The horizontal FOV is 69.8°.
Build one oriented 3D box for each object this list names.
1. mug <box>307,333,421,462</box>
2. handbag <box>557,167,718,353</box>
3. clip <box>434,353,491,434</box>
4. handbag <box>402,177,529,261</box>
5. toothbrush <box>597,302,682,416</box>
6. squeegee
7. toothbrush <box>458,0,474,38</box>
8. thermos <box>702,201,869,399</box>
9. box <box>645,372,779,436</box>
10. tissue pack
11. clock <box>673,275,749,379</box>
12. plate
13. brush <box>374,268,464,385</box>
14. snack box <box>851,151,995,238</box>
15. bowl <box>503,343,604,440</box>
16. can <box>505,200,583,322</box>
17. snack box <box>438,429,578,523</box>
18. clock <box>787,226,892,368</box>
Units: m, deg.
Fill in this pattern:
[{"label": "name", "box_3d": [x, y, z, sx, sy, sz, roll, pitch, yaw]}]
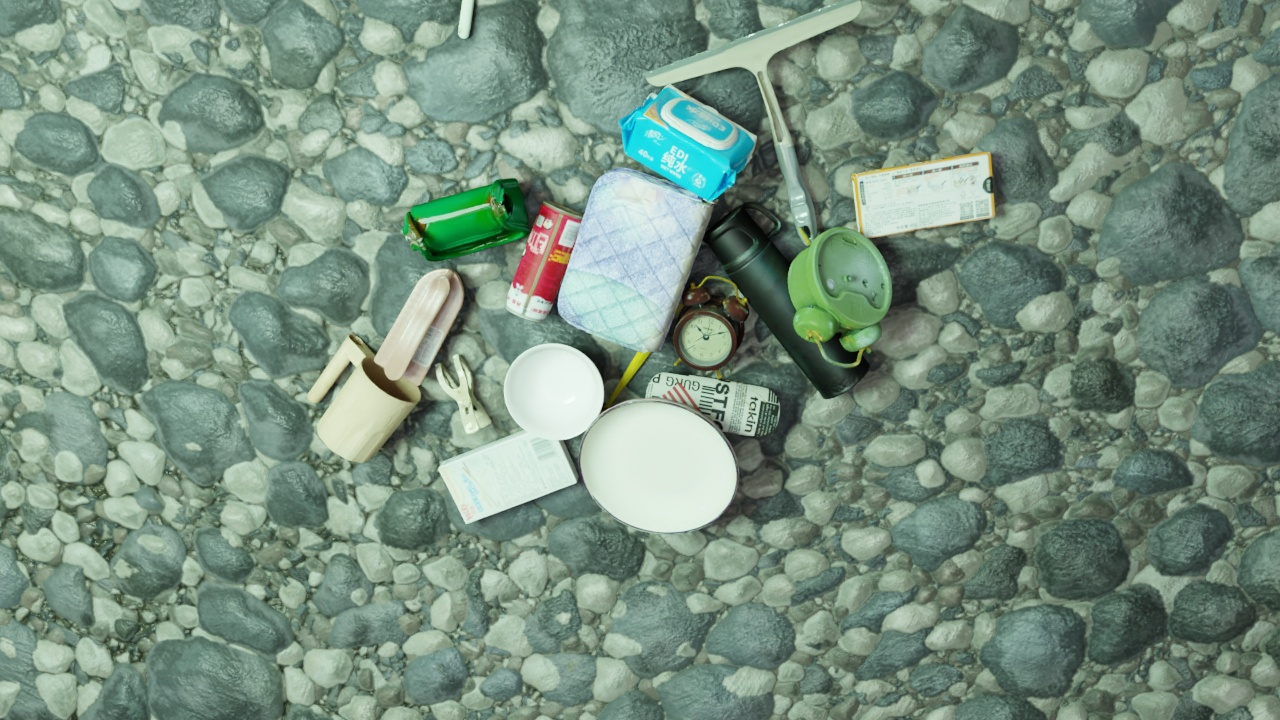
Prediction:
[{"label": "mug", "box_3d": [-0.344, 0.047, 1.119, 0.124, 0.084, 0.104, 44, 105, 16]}, {"label": "handbag", "box_3d": [-0.007, -0.117, 1.047, 0.134, 0.075, 0.194, 22, 113, 3]}, {"label": "clip", "box_3d": [-0.216, 0.041, 1.129, 0.034, 0.060, 0.097, -27, 91, 7]}, {"label": "handbag", "box_3d": [-0.195, -0.156, 1.033, 0.131, 0.120, 0.068, -15, 98, 8]}, {"label": "toothbrush", "box_3d": [-0.007, 0.007, 1.120, 0.015, 0.016, 0.190, 33, 104, -6]}, {"label": "squeegee", "box_3d": [0.160, -0.248, 1.037, 0.247, 0.039, 0.247, -13, 111, 24]}, {"label": "toothbrush", "box_3d": [-0.184, -0.452, 1.007, 0.020, 0.029, 0.190, -4, 111, -39]}, {"label": "thermos", "box_3d": [0.177, -0.074, 1.070, 0.090, 0.068, 0.242, -41, 100, -11]}, {"label": "box", "box_3d": [0.087, 0.050, 1.121, 0.163, 0.077, 0.074, 7, 85, 3]}, {"label": "tissue pack", "box_3d": [0.053, -0.240, 0.999, 0.140, 0.089, 0.063, 32, 136, 6]}, {"label": "clock", "box_3d": [0.082, -0.042, 1.076, 0.082, 0.055, 0.122, 17, 115, 7]}, {"label": "plate", "box_3d": [0.023, 0.121, 1.094, 0.192, 0.039, 0.193, 5, 120, 10]}, {"label": "brush", "box_3d": [-0.257, -0.044, 1.089, 0.063, 0.073, 0.146, 31, 102, -5]}, {"label": "snack box", "box_3d": [0.324, -0.189, 1.052, 0.154, 0.026, 0.075, -9, 104, 5]}, {"label": "bowl", "box_3d": [-0.100, 0.030, 1.106, 0.118, 0.064, 0.118, 1, 105, 3]}, {"label": "can", "box_3d": [-0.111, -0.114, 1.064, 0.053, 0.053, 0.133, 22, 103, -4]}, {"label": "snack box", "box_3d": [-0.165, 0.141, 1.157, 0.157, 0.026, 0.085, -21, 103, 8]}, {"label": "clock", "box_3d": [0.222, -0.070, 1.027, 0.116, 0.056, 0.161, 11, 70, -28]}]
